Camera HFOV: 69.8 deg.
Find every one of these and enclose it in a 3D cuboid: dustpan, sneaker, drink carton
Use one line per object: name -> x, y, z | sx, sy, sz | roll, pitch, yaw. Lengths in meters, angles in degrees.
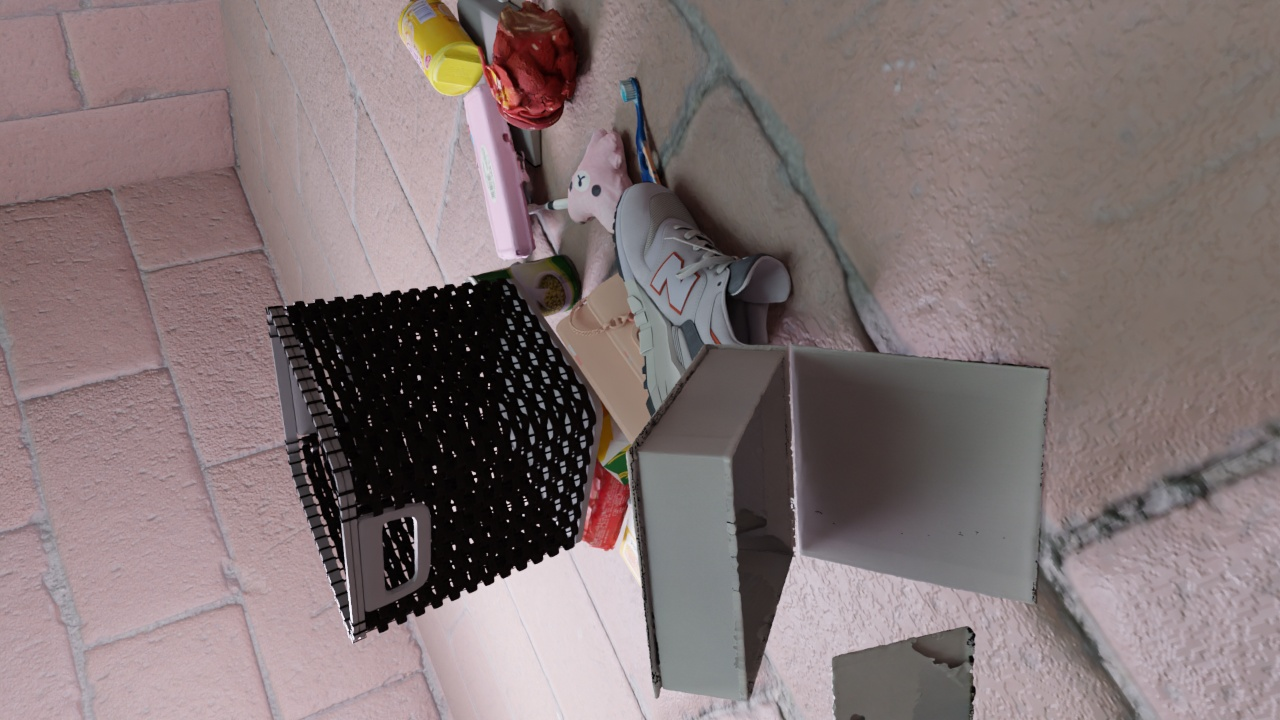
dustpan -> -0.159, -0.365, 1.024 | 0.163, 0.033, 0.258 | 45, 152, 43
sneaker -> 0.057, -0.059, 0.735 | 0.125, 0.088, 0.239 | -26, 64, 39
drink carton -> -0.039, 0.060, 0.930 | 0.122, 0.041, 0.058 | 54, -178, 34
drink carton -> 0.016, 0.193, 1.010 | 0.058, 0.040, 0.123 | 54, 148, 33

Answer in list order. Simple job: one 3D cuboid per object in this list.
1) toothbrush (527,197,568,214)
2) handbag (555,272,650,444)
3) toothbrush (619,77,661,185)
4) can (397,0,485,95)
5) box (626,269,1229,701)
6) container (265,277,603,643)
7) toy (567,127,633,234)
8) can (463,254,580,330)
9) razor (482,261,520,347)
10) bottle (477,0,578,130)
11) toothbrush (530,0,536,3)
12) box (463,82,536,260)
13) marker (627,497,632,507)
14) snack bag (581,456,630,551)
toothbrush -> -0.095, -0.173, 1.025 | 0.187, 0.017, 0.012 | 11, 114, 61
handbag -> 0.018, 0.004, 0.886 | 0.198, 0.116, 0.187 | 54, -178, 24
toothbrush -> 0.004, -0.188, 0.827 | 0.022, 0.017, 0.135 | -1, 105, 65
can -> -0.228, -0.361, 1.051 | 0.105, 0.067, 0.068 | 55, 149, 26
box -> 0.190, 0.063, 0.610 | 0.165, 0.445, 0.167 | -139, 39, -62
container -> -0.204, 0.081, 0.911 | 0.245, 0.243, 0.248 | 52, 145, 38
toy -> -0.036, -0.173, 0.879 | 0.099, 0.052, 0.096 | 28, 117, 51
can -> -0.136, -0.076, 1.047 | 0.067, 0.120, 0.067 | 42, 141, 47
razor -> -0.175, -0.069, 1.207 | 0.060, 0.057, 0.157 | 39, 138, 4
bottle -> -0.109, -0.285, 0.899 | 0.099, 0.098, 0.111 | 61, 156, 22
toothbrush -> -0.111, -0.367, 0.939 | 0.021, 0.016, 0.135 | 29, 131, 57
box -> -0.176, -0.219, 1.096 | 0.154, 0.041, 0.201 | 6, 109, 64
marker -> 0.041, 0.157, 0.927 | 0.139, 0.016, 0.022 | 13, 90, 38
snack bag -> -0.043, 0.136, 1.019 | 0.082, 0.082, 0.177 | 46, 131, 42
